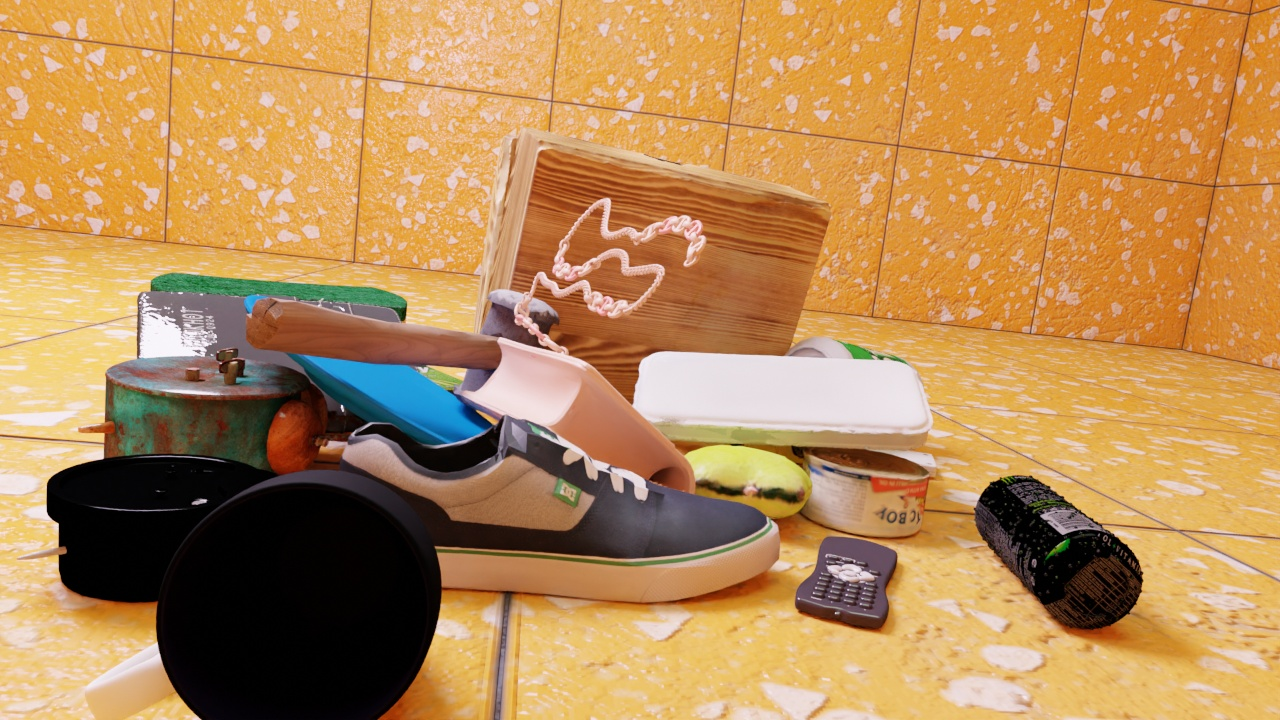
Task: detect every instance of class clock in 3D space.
[{"bbox_3d":[-0.208,0.076,0.425,0.120,0.042,0.091,4,9,-20],"label":"clock"},{"bbox_3d":[-0.258,0.032,0.590,0.157,0.073,0.121,5,8,-15],"label":"clock"}]

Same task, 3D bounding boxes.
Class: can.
[{"bbox_3d":[0.195,0.030,0.853,0.139,0.088,0.088,11,3,-41],"label":"can"},{"bbox_3d":[0.152,0.088,0.630,0.086,0.043,0.086,7,8,-1],"label":"can"},{"bbox_3d":[0.236,0.106,0.531,0.054,0.054,0.137,7,8,3],"label":"can"}]

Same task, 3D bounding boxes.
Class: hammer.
[{"bbox_3d":[-0.142,-0.009,0.607,0.052,0.098,0.328,23,5,16],"label":"hammer"}]

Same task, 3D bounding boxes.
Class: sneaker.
[{"bbox_3d":[-0.036,0.070,0.474,0.235,0.079,0.084,5,7,-13],"label":"sneaker"}]

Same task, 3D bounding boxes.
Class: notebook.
[{"bbox_3d":[-0.284,0.000,0.732,0.208,0.030,0.169,4,36,-31],"label":"notebook"}]

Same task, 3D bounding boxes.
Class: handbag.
[{"bbox_3d":[-0.004,0.003,0.592,0.116,0.187,0.199,39,-11,-26],"label":"handbag"}]

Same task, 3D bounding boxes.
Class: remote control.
[{"bbox_3d":[0.117,0.118,0.508,0.046,0.009,0.124,9,9,18],"label":"remote control"},{"bbox_3d":[0.189,0.082,0.809,0.136,0.011,0.050,8,8,12],"label":"remote control"}]

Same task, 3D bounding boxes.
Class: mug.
[{"bbox_3d":[-0.129,0.088,0.327,0.118,0.085,0.100,-26,2,-11],"label":"mug"}]

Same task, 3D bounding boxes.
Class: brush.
[{"bbox_3d":[-0.381,-0.039,0.975,0.249,0.075,0.195,3,9,-26],"label":"brush"}]

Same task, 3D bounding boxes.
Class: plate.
[{"bbox_3d":[-0.174,0.025,0.636,0.224,0.024,0.224,33,-1,0],"label":"plate"}]

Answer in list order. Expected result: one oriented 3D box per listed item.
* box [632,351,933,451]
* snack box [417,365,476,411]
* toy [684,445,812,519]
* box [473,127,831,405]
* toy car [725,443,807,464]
[{"bbox_3d":[0.104,0.027,0.699,0.211,0.084,0.185,3,8,8],"label":"box"},{"bbox_3d":[-0.222,0.023,0.849,0.080,0.025,0.148,0,11,-40],"label":"snack box"},{"bbox_3d":[0.067,0.080,0.618,0.092,0.046,0.115,6,1,0],"label":"toy"},{"bbox_3d":[-0.012,-0.071,0.894,0.279,0.259,0.220,8,16,-22],"label":"box"},{"bbox_3d":[0.115,0.070,0.771,0.107,0.030,0.049,9,9,39],"label":"toy car"}]
